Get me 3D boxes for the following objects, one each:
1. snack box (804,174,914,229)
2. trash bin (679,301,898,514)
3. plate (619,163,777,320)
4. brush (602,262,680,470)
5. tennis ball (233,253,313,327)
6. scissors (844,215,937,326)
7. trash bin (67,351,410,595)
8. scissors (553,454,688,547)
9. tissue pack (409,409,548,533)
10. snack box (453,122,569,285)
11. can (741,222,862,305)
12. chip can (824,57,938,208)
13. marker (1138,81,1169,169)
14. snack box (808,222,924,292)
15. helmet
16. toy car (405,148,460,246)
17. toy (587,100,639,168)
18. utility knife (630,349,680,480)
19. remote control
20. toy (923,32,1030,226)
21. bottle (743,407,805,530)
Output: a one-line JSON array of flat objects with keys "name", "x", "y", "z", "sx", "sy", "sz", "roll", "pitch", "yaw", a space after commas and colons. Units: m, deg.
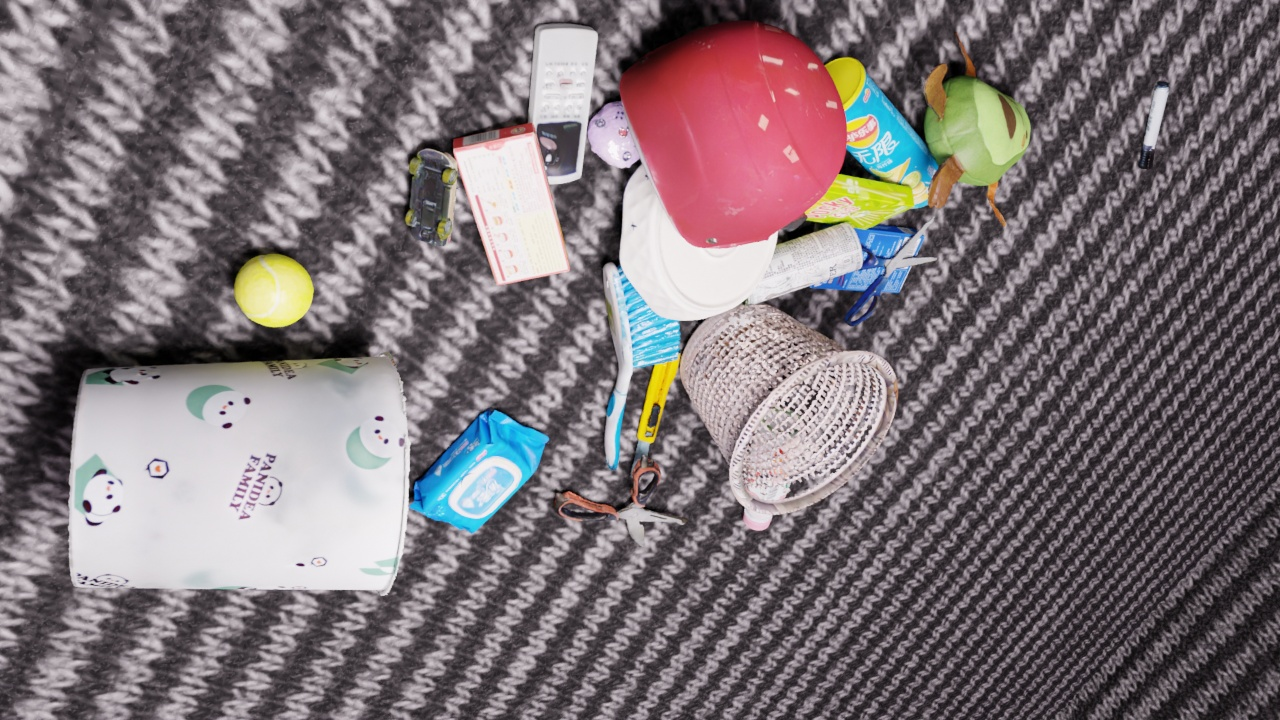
[{"name": "snack box", "x": 0.224, "y": -0.182, "z": 1.044, "sx": 0.156, "sy": 0.086, "sz": 0.026, "roll": 4, "pitch": 77, "yaw": -29}, {"name": "trash bin", "x": 0.155, "y": 0.036, "z": 1.087, "sx": 0.227, "sy": 0.192, "sz": 0.228, "roll": -18, "pitch": 132, "yaw": -22}, {"name": "plate", "x": 0.070, "y": -0.140, "z": 0.961, "sx": 0.204, "sy": 0.046, "sz": 0.205, "roll": -11, "pitch": 109, "yaw": -36}, {"name": "brush", "x": -0.006, "y": 0.006, "z": 1.074, "sx": 0.109, "sy": 0.060, "sz": 0.315, "roll": -19, "pitch": 133, "yaw": -12}, {"name": "tennis ball", "x": -0.326, "y": -0.062, "z": 0.815, "sx": 0.065, "sy": 0.065, "sz": 0.066, "roll": -16, "pitch": 129, "yaw": -21}, {"name": "scissors", "x": 0.307, "y": -0.114, "z": 1.159, "sx": 0.162, "sy": 0.012, "sz": 0.176, "roll": 13, "pitch": 115, "yaw": -37}, {"name": "trash bin", "x": -0.356, "y": 0.102, "z": 0.823, "sx": 0.251, "sy": 0.229, "sz": 0.230, "roll": 2, "pitch": 121, "yaw": -25}, {"name": "scissors", "x": -0.021, "y": 0.194, "z": 1.210, "sx": 0.189, "sy": 0.015, "sz": 0.226, "roll": -10, "pitch": 139, "yaw": -13}, {"name": "tissue pack", "x": -0.183, "y": 0.130, "z": 1.053, "sx": 0.157, "sy": 0.052, "sz": 0.095, "roll": -46, "pitch": 134, "yaw": 7}, {"name": "snack box", "x": -0.122, "y": -0.147, "z": 0.887, "sx": 0.077, "sy": 0.027, "sz": 0.156, "roll": -12, "pitch": 131, "yaw": 0}, {"name": "can", "x": 0.182, "y": -0.112, "z": 1.073, "sx": 0.146, "sy": 0.058, "sz": 0.058, "roll": -19, "pitch": 132, "yaw": -2}, {"name": "chip can", "x": 0.268, "y": -0.250, "z": 1.033, "sx": 0.210, "sy": 0.071, "sz": 0.071, "roll": 30, "pitch": 104, "yaw": -42}, {"name": "marker", "x": 0.720, "y": -0.327, "z": 1.284, "sx": 0.018, "sy": 0.022, "sz": 0.131, "roll": -20, "pitch": 132, "yaw": -9}, {"name": "snack box", "x": 0.282, "y": -0.130, "z": 1.160, "sx": 0.157, "sy": 0.026, "sz": 0.085, "roll": 0, "pitch": 122, "yaw": -31}, {"name": "helmet", "x": 0.115, "y": -0.223, "z": 0.856, "sx": 0.239, "sy": 0.144, "sz": 0.207, "roll": -23, "pitch": 93, "yaw": -38}, {"name": "toy car", "x": -0.190, "y": -0.152, "z": 0.848, "sx": 0.042, "sy": 0.035, "sz": 0.091, "roll": 18, "pitch": 122, "yaw": 9}, {"name": "toy", "x": -0.001, "y": -0.232, "z": 0.899, "sx": 0.108, "sy": 0.039, "sz": 0.084, "roll": -35, "pitch": 101, "yaw": -5}, {"name": "utility knife", "x": 0.017, "y": 0.069, "z": 1.155, "sx": 0.033, "sy": 0.015, "sz": 0.220, "roll": -4, "pitch": 124, "yaw": -27}, {"name": "remote control", "x": -0.076, "y": -0.239, "z": 0.866, "sx": 0.058, "sy": 0.021, "sz": 0.150, "roll": -8, "pitch": 126, "yaw": -26}, {"name": "toy", "x": 0.383, "y": -0.262, "z": 1.049, "sx": 0.246, "sy": 0.090, "sz": 0.227, "roll": -22, "pitch": 102, "yaw": -49}, {"name": "bottle", "x": 0.180, "y": 0.158, "z": 1.289, "sx": 0.068, "sy": 0.068, "sz": 0.197, "roll": -13, "pitch": 132, "yaw": -23}]
